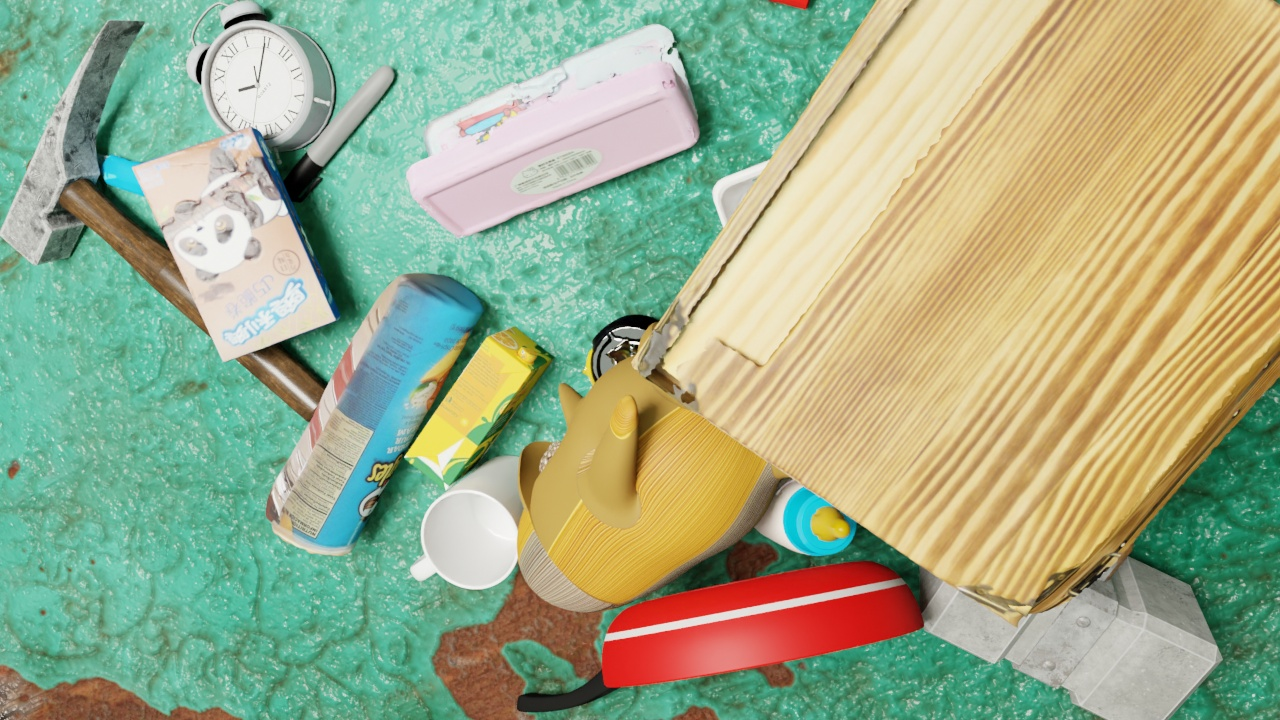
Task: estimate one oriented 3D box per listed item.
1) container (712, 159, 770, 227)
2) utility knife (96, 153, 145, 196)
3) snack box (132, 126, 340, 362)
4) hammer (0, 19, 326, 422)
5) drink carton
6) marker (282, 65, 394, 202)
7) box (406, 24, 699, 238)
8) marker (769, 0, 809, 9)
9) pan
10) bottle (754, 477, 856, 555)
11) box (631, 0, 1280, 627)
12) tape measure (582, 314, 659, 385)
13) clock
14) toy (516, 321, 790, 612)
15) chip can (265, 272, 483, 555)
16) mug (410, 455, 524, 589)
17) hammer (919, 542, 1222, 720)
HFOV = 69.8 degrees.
[{"bbox_3d":[0.108,-0.074,0.627,0.081,0.049,0.129,-19,96,14],"label":"container"},{"bbox_3d":[-0.375,-0.140,0.734,0.173,0.015,0.031,17,100,9],"label":"utility knife"},{"bbox_3d":[-0.292,-0.084,0.672,0.087,0.034,0.151,-21,102,-7],"label":"snack box"},{"bbox_3d":[-0.340,-0.085,0.714,0.300,0.037,0.218,41,114,-1],"label":"hammer"},{"bbox_3d":[-0.118,0.032,0.689,0.041,0.058,0.123,38,105,3],"label":"drink carton"},{"bbox_3d":[-0.232,-0.170,0.700,0.139,0.016,0.022,-43,121,15],"label":"marker"},{"bbox_3d":[-0.063,-0.168,0.647,0.202,0.088,0.095,-19,62,14],"label":"box"},{"bbox_3d":[0.045,-0.266,0.619,0.145,0.023,0.021,18,65,8],"label":"marker"},{"bbox_3d":[0.025,0.202,0.650,0.357,0.208,0.067,-24,70,39],"label":"pan"},{"bbox_3d":[0.109,0.102,0.608,0.051,0.146,0.051,0,88,-8],"label":"bottle"},{"bbox_3d":[0.185,-0.044,0.449,0.257,0.215,0.279,41,104,20],"label":"box"},{"bbox_3d":[-0.004,0.004,0.669,0.072,0.042,0.072,-40,90,18],"label":"tape measure"},{"bbox_3d":[-0.289,-0.215,0.692,0.095,0.035,0.122,-43,91,15],"label":"clock"},{"bbox_3d":[-0.005,0.078,0.608,0.204,0.198,0.162,-48,66,22],"label":"toy"},{"bbox_3d":[-0.205,0.038,0.701,0.080,0.079,0.230,33,104,4],"label":"chip can"},{"bbox_3d":[-0.125,0.129,0.691,0.111,0.090,0.074,-35,91,15],"label":"mug"},{"bbox_3d":[0.318,0.067,0.558,0.163,0.082,0.318,25,116,6],"label":"hammer"}]
